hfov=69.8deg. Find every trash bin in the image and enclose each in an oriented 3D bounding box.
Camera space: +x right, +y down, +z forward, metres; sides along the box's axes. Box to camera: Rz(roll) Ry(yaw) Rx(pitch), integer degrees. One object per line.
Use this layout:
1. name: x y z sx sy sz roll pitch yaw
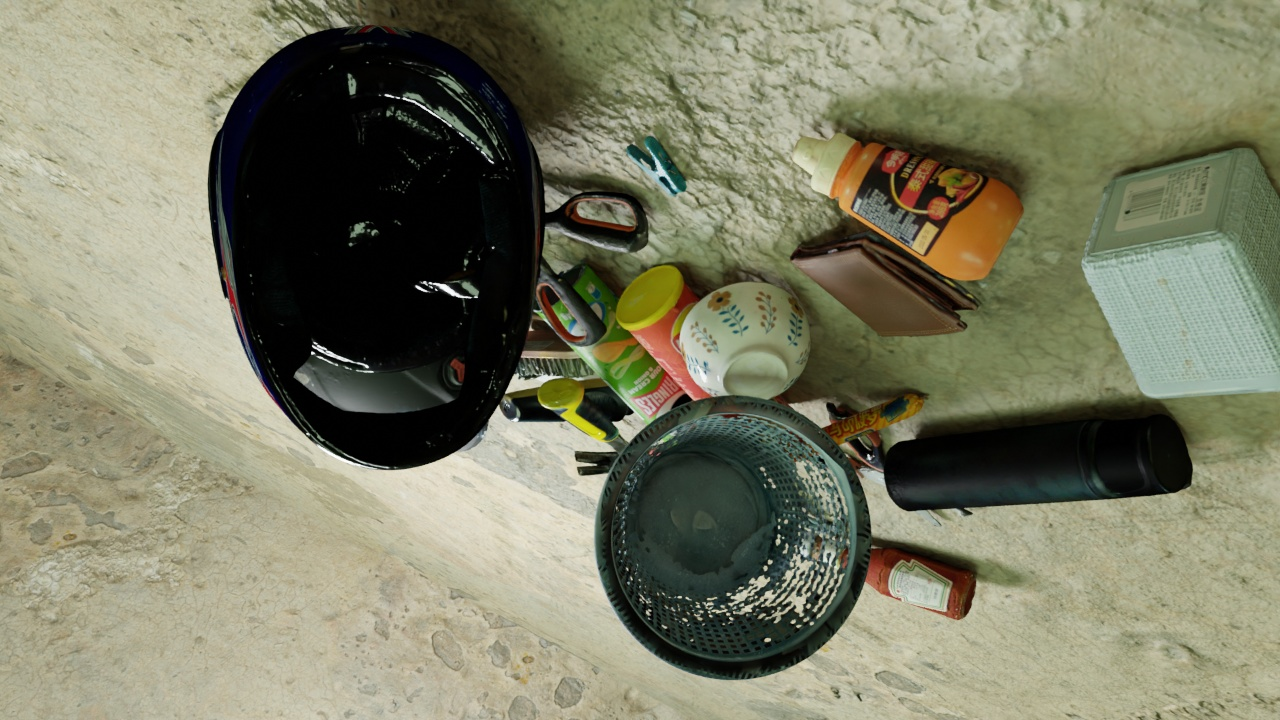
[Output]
1. trash bin: 0.066 0.148 0.826 0.226 0.226 0.195 30 173 -3

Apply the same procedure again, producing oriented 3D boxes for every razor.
1. razor: -0.074 0.040 1.000 0.167 0.067 0.062 -5 144 -32

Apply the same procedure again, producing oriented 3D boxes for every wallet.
1. wallet: 0.173 -0.057 0.675 0.101 0.032 0.125 34 173 -12

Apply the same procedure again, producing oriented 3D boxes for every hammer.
1. hammer: -0.043 0.077 0.981 0.126 0.032 0.323 -14 160 10

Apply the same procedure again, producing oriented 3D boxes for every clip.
1. clip: 0.015 -0.150 0.714 0.055 0.013 0.038 42 151 -26

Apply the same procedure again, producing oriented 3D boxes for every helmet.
1. helmet: -0.266 -0.020 0.974 0.234 0.229 0.275 -4 100 47
2. helmet: -0.199 -0.091 0.718 0.247 0.315 0.240 -2 -171 -16

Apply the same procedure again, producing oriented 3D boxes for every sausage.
1. sausage: 0.190 0.065 0.851 0.166 0.021 0.021 -28 123 31

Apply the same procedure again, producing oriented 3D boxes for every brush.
1. brush: -0.091 -0.020 0.994 0.146 0.063 0.073 1 112 41

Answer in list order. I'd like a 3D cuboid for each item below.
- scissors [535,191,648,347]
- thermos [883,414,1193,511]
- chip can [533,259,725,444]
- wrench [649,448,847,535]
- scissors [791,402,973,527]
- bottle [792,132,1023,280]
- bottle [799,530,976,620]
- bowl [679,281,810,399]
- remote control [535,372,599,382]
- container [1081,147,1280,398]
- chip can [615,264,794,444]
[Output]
1. scissors: -0.092 -0.107 0.816 0.221 0.021 0.229 -6 110 29
2. thermos: 0.329 0.096 0.778 0.090 0.068 0.243 38 152 -24
3. chip can: -0.005 0.005 0.921 0.236 0.072 0.072 46 149 -22
4. wrench: 0.127 0.155 1.068 0.273 0.016 0.056 25 157 -21
5. scissors: 0.233 0.108 0.947 0.189 0.015 0.226 4 144 39
6. bottle: 0.167 -0.108 0.595 0.149 0.066 0.067 30 154 16
7. bottle: 0.288 0.248 1.090 0.206 0.059 0.060 13 149 33
8. bowl: 0.092 -0.004 0.781 0.113 0.062 0.114 -1 128 -2
9. remote control: -0.084 0.022 1.093 0.125 0.024 0.049 21 152 16
10. container: 0.317 -0.049 0.521 0.090 0.090 0.111 -8 133 49
11. chip can: 0.067 0.007 0.871 0.073 0.073 0.216 -3 139 46
